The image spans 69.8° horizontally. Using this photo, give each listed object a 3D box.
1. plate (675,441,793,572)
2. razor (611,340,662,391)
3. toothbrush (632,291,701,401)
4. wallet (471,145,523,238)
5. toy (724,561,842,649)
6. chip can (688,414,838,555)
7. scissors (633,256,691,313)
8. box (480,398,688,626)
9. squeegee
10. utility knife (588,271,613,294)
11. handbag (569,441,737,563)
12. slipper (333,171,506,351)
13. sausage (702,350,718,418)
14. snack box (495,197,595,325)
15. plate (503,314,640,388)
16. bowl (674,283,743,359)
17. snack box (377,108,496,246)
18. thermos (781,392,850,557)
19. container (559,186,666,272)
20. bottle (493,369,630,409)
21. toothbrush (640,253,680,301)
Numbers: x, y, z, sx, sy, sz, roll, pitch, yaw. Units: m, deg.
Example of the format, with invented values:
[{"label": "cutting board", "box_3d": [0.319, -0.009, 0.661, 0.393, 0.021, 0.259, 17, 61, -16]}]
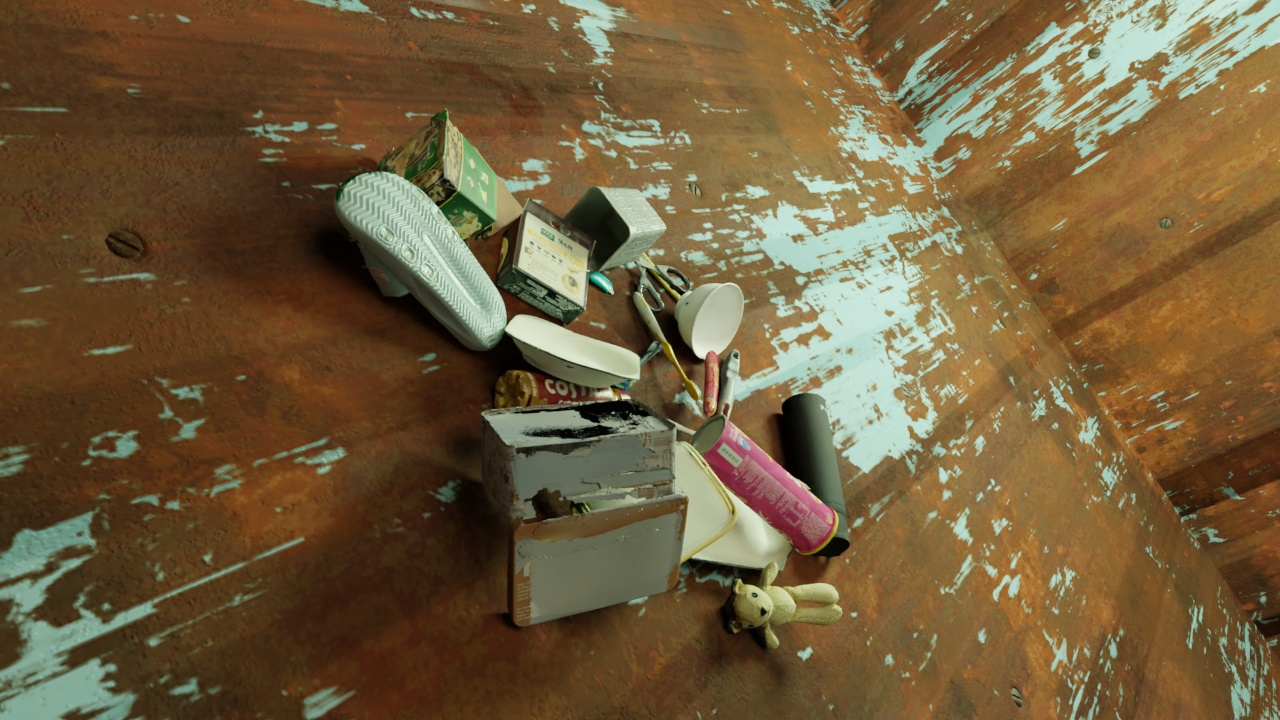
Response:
[{"label": "plate", "box_3d": [0.092, 0.190, 1.163, 0.265, 0.034, 0.161, 17, 48, -40]}, {"label": "razor", "box_3d": [-0.007, 0.007, 1.216, 0.043, 0.022, 0.142, 26, 34, 16]}, {"label": "toothbrush", "box_3d": [0.037, -0.021, 1.277, 0.018, 0.016, 0.191, 7, 47, -54]}, {"label": "wallet", "box_3d": [-0.210, -0.218, 1.182, 0.115, 0.020, 0.101, 51, 34, -8]}, {"label": "toy", "box_3d": [0.175, 0.300, 1.120, 0.157, 0.066, 0.105, 6, 85, -25]}, {"label": "chip can", "box_3d": [0.156, 0.159, 1.168, 0.210, 0.072, 0.071, 41, 37, -16]}, {"label": "scissors", "box_3d": [0.003, -0.143, 1.348, 0.159, 0.014, 0.175, 12, 59, -25]}, {"label": "box", "box_3d": [-0.056, 0.153, 0.922, 0.182, 0.156, 0.193, -4, 105, -20]}, {"label": "squeegee", "box_3d": [0.124, 0.064, 1.304, 0.247, 0.040, 0.249, 25, 34, -8]}, {"label": "utility knife", "box_3d": [-0.094, -0.136, 1.249, 0.157, 0.013, 0.029, 35, 41, -28]}, {"label": "handbag", "box_3d": [-0.001, 0.151, 1.027, 0.163, 0.063, 0.178, -26, 74, -29]}, {"label": "slipper", "box_3d": [-0.240, -0.102, 1.003, 0.245, 0.074, 0.103, 51, 39, -32]}, {"label": "sausage", "box_3d": [0.098, 0.031, 1.274, 0.020, 0.020, 0.155, 39, 30, -20]}, {"label": "snack box", "box_3d": [-0.119, -0.126, 1.175, 0.113, 0.053, 0.125, 30, 40, -28]}, {"label": "plate", "box_3d": [-0.081, -0.005, 1.072, 0.163, 0.034, 0.164, 20, 12, -3]}, {"label": "bowl", "box_3d": [0.090, -0.068, 1.342, 0.065, 0.118, 0.118, 29, 21, 35]}, {"label": "snack box", "box_3d": [-0.231, -0.200, 1.074, 0.105, 0.118, 0.117, 36, 37, -43]}, {"label": "thermos", "box_3d": [0.259, 0.171, 1.355, 0.090, 0.068, 0.242, 63, 20, -51]}, {"label": "container", "box_3d": [-0.034, -0.185, 1.276, 0.090, 0.090, 0.114, 54, 32, 10]}, {"label": "bottle", "box_3d": [-0.084, 0.047, 1.063, 0.174, 0.058, 0.057, 8, 55, -45]}, {"label": "toothbrush", "box_3d": [0.048, -0.109, 1.384, 0.190, 0.017, 0.015, 48, 34, -8]}]
